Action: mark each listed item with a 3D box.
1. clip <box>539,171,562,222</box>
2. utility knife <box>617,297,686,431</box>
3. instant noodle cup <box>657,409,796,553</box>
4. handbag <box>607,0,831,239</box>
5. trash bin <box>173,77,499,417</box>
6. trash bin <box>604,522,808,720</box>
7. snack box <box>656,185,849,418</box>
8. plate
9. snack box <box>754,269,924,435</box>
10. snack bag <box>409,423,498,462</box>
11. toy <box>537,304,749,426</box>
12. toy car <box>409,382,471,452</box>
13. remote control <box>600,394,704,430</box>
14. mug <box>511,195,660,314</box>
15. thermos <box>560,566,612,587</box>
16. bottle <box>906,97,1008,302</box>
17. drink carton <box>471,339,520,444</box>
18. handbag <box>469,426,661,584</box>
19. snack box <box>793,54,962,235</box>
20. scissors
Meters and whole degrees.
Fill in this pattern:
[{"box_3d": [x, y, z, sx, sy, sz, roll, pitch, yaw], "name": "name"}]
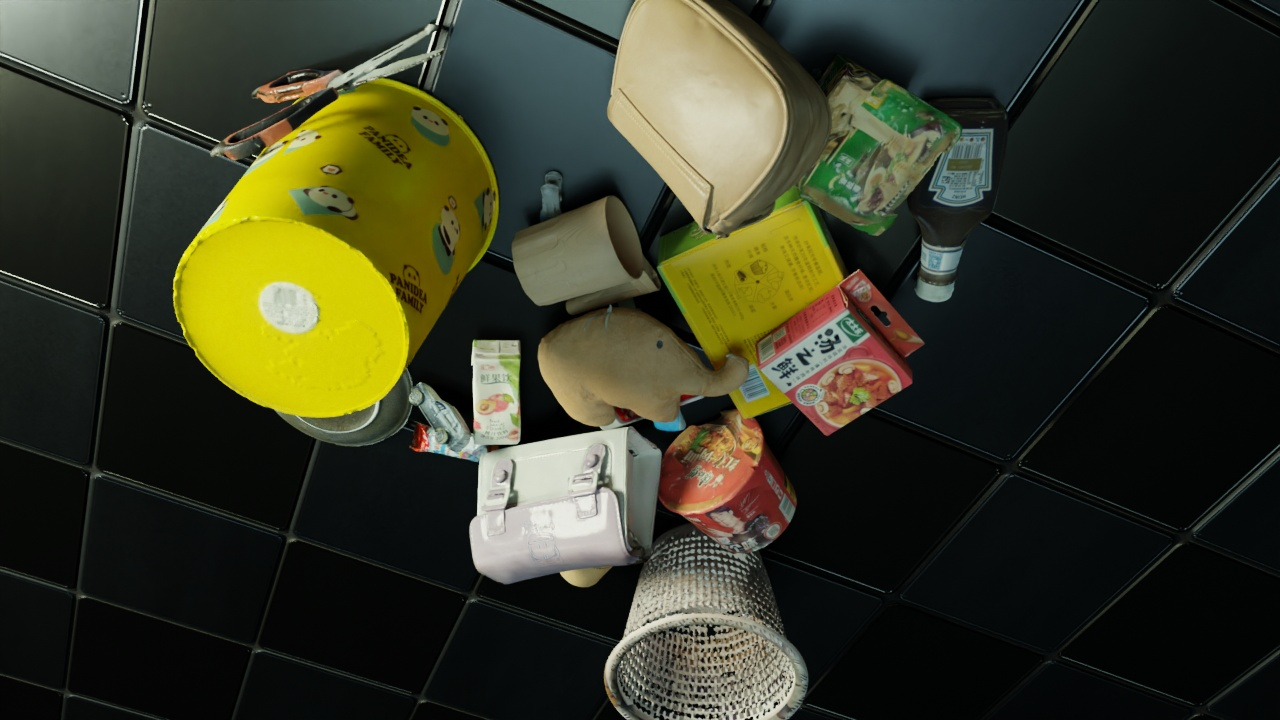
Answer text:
[{"box_3d": [-0.087, -0.155, 0.899, 0.024, 0.026, 0.056, 8, 134, 0], "name": "clip"}, {"box_3d": [0.005, -0.007, 0.977, 0.034, 0.018, 0.187, -14, 109, 17], "name": "utility knife"}, {"box_3d": [0.102, 0.143, 1.024, 0.138, 0.137, 0.108, -28, 124, 20], "name": "instant noodle cup"}, {"box_3d": [0.062, -0.209, 0.761, 0.099, 0.204, 0.148, -8, 142, -44], "name": "handbag"}, {"box_3d": [-0.261, -0.098, 0.808, 0.229, 0.254, 0.230, 2, 124, 3], "name": "trash bin"}, {"box_3d": [0.076, 0.310, 1.096, 0.227, 0.191, 0.228, 2, 124, 2], "name": "trash bin"}, {"box_3d": [0.132, -0.059, 0.918, 0.158, 0.069, 0.210, -22, 119, 18], "name": "snack box"}, {"box_3d": [-0.348, 0.033, 1.040, 0.179, 0.024, 0.180, 2, 124, 3], "name": "plate"}, {"box_3d": [0.194, -0.004, 0.882, 0.127, 0.044, 0.113, -37, 115, 23], "name": "snack box"}, {"box_3d": [-0.217, 0.098, 1.074, 0.105, 0.026, 0.045, 10, 121, -6], "name": "snack bag"}, {"box_3d": [-0.006, 0.005, 0.927, 0.226, 0.082, 0.143, -6, 132, 36], "name": "toy"}, {"box_3d": [-0.223, 0.062, 1.023, 0.034, 0.043, 0.090, -38, 77, 3], "name": "toy car"}, {"box_3d": [0.006, 0.038, 1.022, 0.136, 0.020, 0.056, -20, 121, 16], "name": "remote control"}, {"box_3d": [-0.052, -0.094, 0.905, 0.104, 0.084, 0.124, -16, 144, 20], "name": "mug"}, {"box_3d": [-0.049, 0.211, 1.106, 0.093, 0.092, 0.144, 22, 130, -11], "name": "thermos"}, {"box_3d": [0.291, -0.147, 0.865, 0.080, 0.044, 0.195, 1, 125, 4], "name": "bottle"}, {"box_3d": [-0.159, 0.034, 1.015, 0.053, 0.045, 0.123, 0, 126, -8], "name": "drink carton"}, {"box_3d": [-0.085, 0.161, 1.009, 0.197, 0.144, 0.098, -13, 152, 26], "name": "handbag"}, {"box_3d": [0.190, -0.199, 0.799, 0.117, 0.105, 0.118, 26, 123, -16], "name": "snack box"}, {"box_3d": [-0.271, -0.234, 0.792, 0.227, 0.188, 0.015, 1, 135, 30], "name": "scissors"}]
